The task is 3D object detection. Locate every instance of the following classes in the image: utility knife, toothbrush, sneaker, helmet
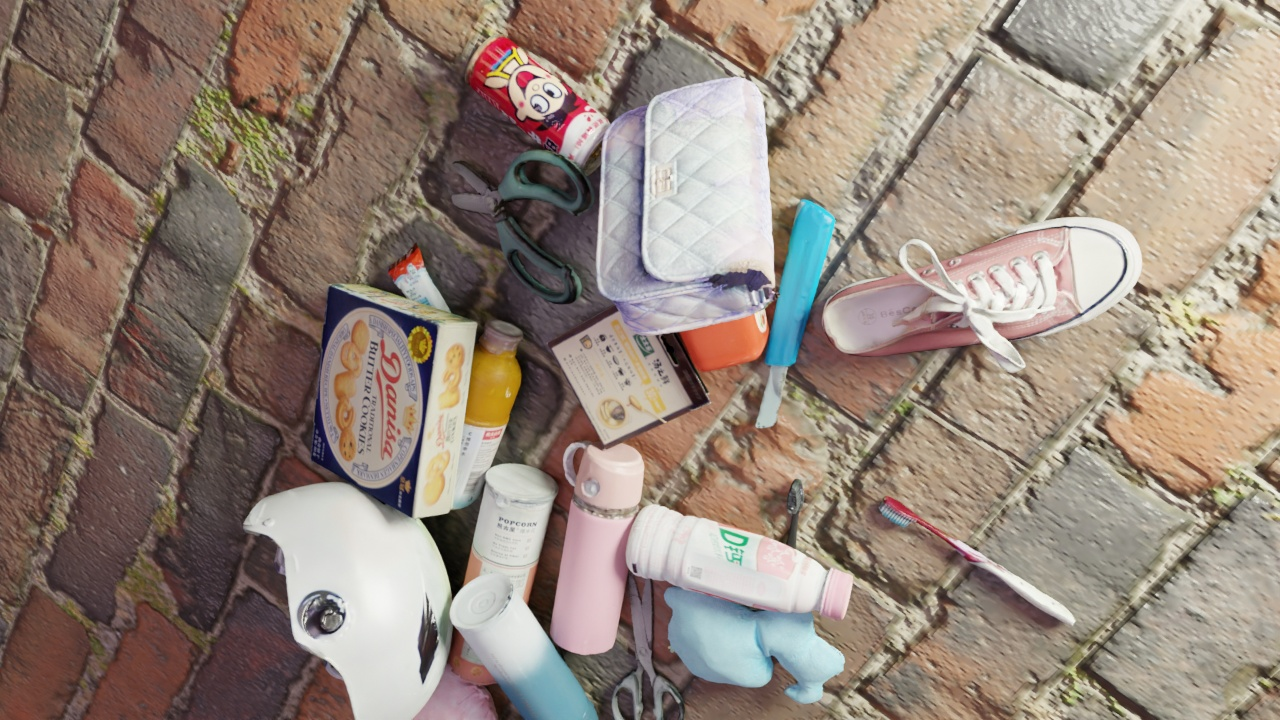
[{"bbox_3d":[0.128,-0.034,0.787,0.034,0.018,0.205,20,109,25],"label":"utility knife"},{"bbox_3d":[0.288,0.174,0.789,0.187,0.016,0.017,33,119,8],"label":"toothbrush"},{"bbox_3d":[0.256,-0.047,0.705,0.241,0.087,0.118,-12,99,21],"label":"sneaker"},{"bbox_3d":[0.135,0.198,0.844,0.014,0.017,0.189,10,108,24],"label":"toothbrush"},{"bbox_3d":[-0.259,0.227,0.888,0.258,0.145,0.230,55,157,20],"label":"helmet"}]

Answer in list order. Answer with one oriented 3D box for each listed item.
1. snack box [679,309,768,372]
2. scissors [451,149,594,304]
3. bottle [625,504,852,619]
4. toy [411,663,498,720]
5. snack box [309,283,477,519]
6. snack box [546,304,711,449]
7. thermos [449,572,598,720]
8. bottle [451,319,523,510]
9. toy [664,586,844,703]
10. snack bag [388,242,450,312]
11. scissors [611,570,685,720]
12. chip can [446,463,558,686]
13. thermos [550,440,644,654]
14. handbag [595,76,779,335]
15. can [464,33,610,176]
[{"bbox_3d":[0.066,-0.040,0.769,0.082,0.091,0.080,-14,106,19],"label":"snack box"},{"bbox_3d":[-0.105,-0.116,0.828,0.175,0.019,0.176,7,120,34],"label":"scissors"},{"bbox_3d":[0.087,0.184,0.819,0.197,0.068,0.068,13,107,20],"label":"bottle"},{"bbox_3d":[-0.219,0.389,0.984,0.160,0.054,0.121,-40,82,22],"label":"toy"},{"bbox_3d":[-0.237,0.032,0.862,0.183,0.045,0.178,17,102,38],"label":"snack box"},{"bbox_3d":[-0.005,0.005,0.812,0.126,0.053,0.113,-27,94,30],"label":"snack box"},{"bbox_3d":[-0.104,0.300,0.878,0.070,0.070,0.220,-13,122,20],"label":"thermos"},{"bbox_3d":[-0.160,0.051,0.874,0.068,0.067,0.190,27,110,10],"label":"bottle"},{"bbox_3d":[0.095,0.263,0.854,0.157,0.049,0.161,-35,95,27],"label":"toy"},{"bbox_3d":[-0.205,-0.058,0.883,0.048,0.026,0.104,-32,93,29],"label":"snack bag"},{"bbox_3d":[-0.003,0.294,0.913,0.151,0.014,0.170,-40,89,21],"label":"scissors"},{"bbox_3d":[-0.138,0.213,0.905,0.071,0.071,0.215,19,108,12],"label":"chip can"},{"bbox_3d":[-0.048,0.173,0.873,0.087,0.067,0.199,20,110,32],"label":"thermos"},{"bbox_3d":[0.035,-0.120,0.712,0.134,0.075,0.193,-11,61,19],"label":"handbag"},{"bbox_3d":[-0.085,-0.219,0.790,0.133,0.053,0.053,40,111,5],"label":"can"}]
